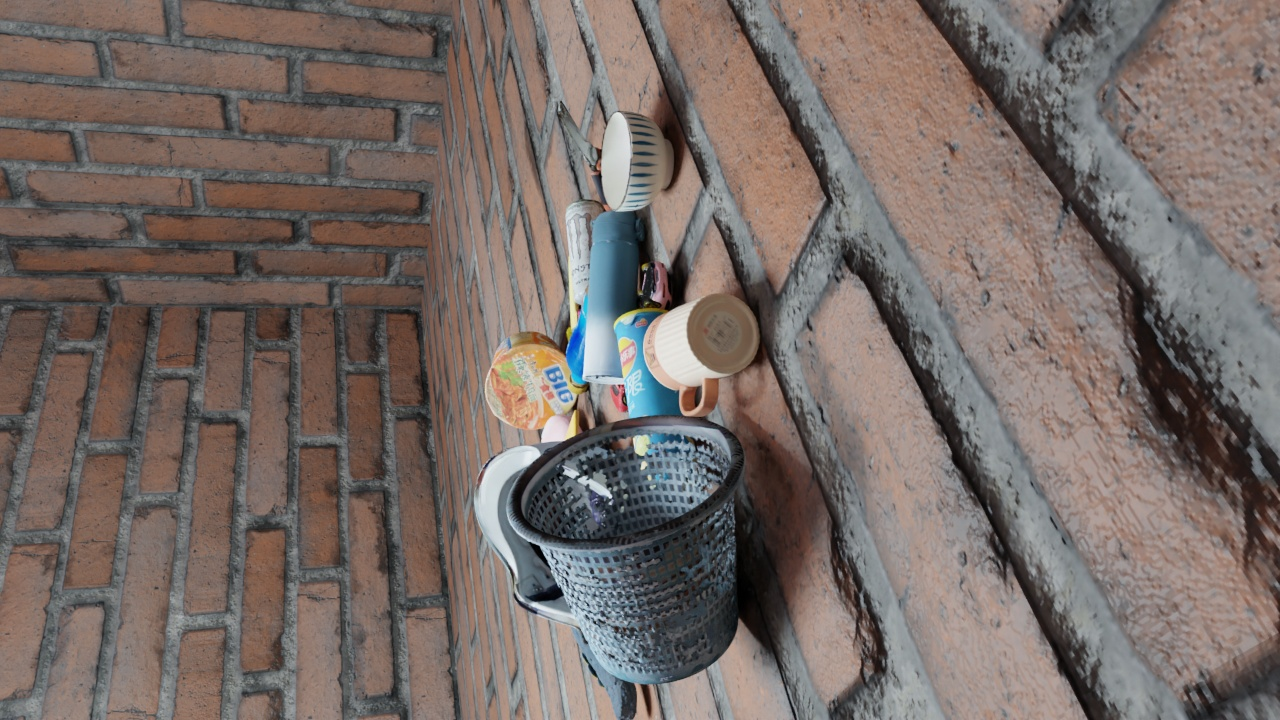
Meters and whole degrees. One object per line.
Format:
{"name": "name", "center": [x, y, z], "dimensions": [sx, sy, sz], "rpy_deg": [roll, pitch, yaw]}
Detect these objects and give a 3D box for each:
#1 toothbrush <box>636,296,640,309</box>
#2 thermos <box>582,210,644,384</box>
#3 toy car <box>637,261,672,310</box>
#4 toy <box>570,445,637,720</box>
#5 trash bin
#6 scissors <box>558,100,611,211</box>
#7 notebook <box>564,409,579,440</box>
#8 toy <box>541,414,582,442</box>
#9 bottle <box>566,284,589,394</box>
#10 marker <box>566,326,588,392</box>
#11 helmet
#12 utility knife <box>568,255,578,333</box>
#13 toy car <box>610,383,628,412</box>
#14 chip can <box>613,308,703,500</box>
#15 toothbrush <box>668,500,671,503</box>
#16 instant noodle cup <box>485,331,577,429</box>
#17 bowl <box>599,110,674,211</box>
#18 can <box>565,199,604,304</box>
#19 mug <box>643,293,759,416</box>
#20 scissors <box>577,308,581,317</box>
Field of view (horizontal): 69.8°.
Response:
{"name": "toothbrush", "center": [-0.007, 0.007, 1.193], "dimensions": [0.012, 0.017, 0.186], "rpy_deg": [-13, -75, -72]}
{"name": "thermos", "center": [-0.034, -0.081, 1.163], "dimensions": [0.070, 0.070, 0.220], "rpy_deg": [159, 116, -70]}
{"name": "toy car", "center": [0.017, -0.075, 1.095], "dimensions": [0.122, 0.037, 0.056], "rpy_deg": [104, 165, -68]}
{"name": "toy", "center": [-0.057, 0.293, 1.239], "dimensions": [0.138, 0.091, 0.356], "rpy_deg": [-17, 76, 59]}
{"name": "trash bin", "center": [0.005, 0.189, 0.887], "dimensions": [0.226, 0.226, 0.195], "rpy_deg": [-134, 28, -64]}
{"name": "scissors", "center": [-0.057, -0.261, 1.150], "dimensions": [0.193, 0.015, 0.207], "rpy_deg": [-65, -34, -55]}
{"name": "notebook", "center": [-0.110, 0.180, 1.313], "dimensions": [0.206, 0.010, 0.146], "rpy_deg": [-99, 26, -65]}
{"name": "toy", "center": [-0.112, 0.153, 1.446], "dimensions": [0.159, 0.054, 0.121], "rpy_deg": [28, 118, 56]}
{"name": "bottle", "center": [-0.067, -0.026, 1.295], "dimensions": [0.219, 0.065, 0.065], "rpy_deg": [112, 151, -50]}
{"name": "marker", "center": [-0.100, -0.001, 1.461], "dimensions": [0.015, 0.018, 0.124], "rpy_deg": [112, 150, -51]}
{"name": "helmet", "center": [-0.066, 0.197, 1.117], "dimensions": [0.259, 0.145, 0.229], "rpy_deg": [25, 118, 33]}
{"name": "utility knife", "center": [-0.110, -0.114, 1.487], "dimensions": [0.031, 0.018, 0.162], "rpy_deg": [143, 123, -62]}
{"name": "toy car", "center": [-0.026, 0.019, 1.228], "dimensions": [0.049, 0.031, 0.106], "rpy_deg": [-137, 47, -66]}
{"name": "chip can", "center": [0.019, 0.049, 1.036], "dimensions": [0.071, 0.071, 0.210], "rpy_deg": [125, 140, -59]}
{"name": "toothbrush", "center": [0.039, 0.167, 1.055], "dimensions": [0.212, 0.026, 0.027], "rpy_deg": [-113, 6, -45]}
{"name": "instant noodle cup", "center": [-0.183, 0.025, 1.522], "dimensions": [0.111, 0.151, 0.151], "rpy_deg": [-115, 29, -67]}
{"name": "bowl", "center": [0.000, -0.236, 1.092], "dimensions": [0.117, 0.066, 0.116], "rpy_deg": [178, 90, -71]}
{"name": "can", "center": [-0.073, -0.154, 1.317], "dimensions": [0.058, 0.058, 0.146], "rpy_deg": [133, 133, -63]}
{"name": "mug", "center": [0.058, -0.003, 0.900], "dimensions": [0.106, 0.081, 0.114], "rpy_deg": [158, 116, -68]}
{"name": "scissors", "center": [-0.074, -0.070, 1.390], "dimensions": [0.136, 0.017, 0.133], "rpy_deg": [160, 105, -67]}
